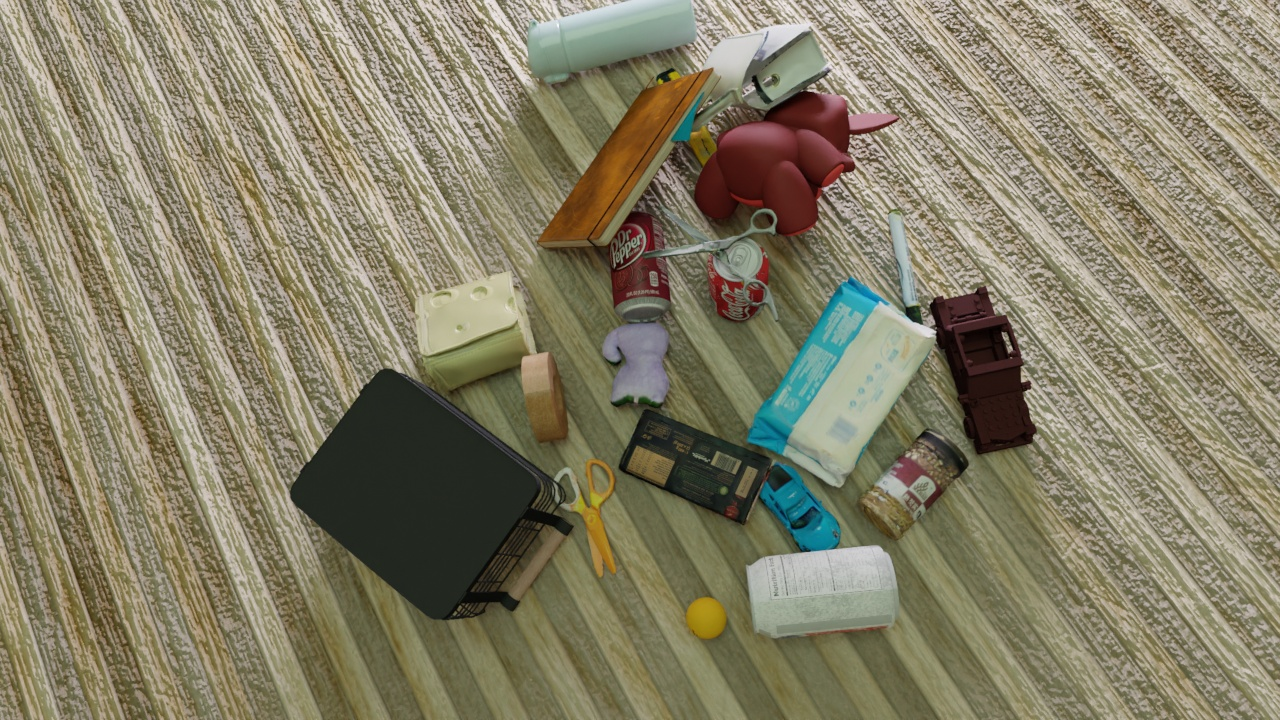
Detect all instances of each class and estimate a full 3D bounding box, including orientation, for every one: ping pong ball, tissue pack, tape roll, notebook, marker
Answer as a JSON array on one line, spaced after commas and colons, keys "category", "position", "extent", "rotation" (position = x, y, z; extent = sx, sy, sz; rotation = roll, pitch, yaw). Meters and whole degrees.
[{"category": "ping pong ball", "position": [0.065, 0.255, 0.908], "extent": [0.040, 0.040, 0.040], "rotation": [-2, 72, 6]}, {"category": "tissue pack", "position": [0.209, 0.025, 0.953], "extent": [0.117, 0.066, 0.209], "rotation": [32, 80, 15]}, {"category": "tape roll", "position": [-0.101, 0.039, 0.970], "extent": [0.027, 0.094, 0.094], "rotation": [-11, 71, 3]}, {"category": "notebook", "position": [-0.009, -0.229, 1.024], "extent": [0.014, 0.179, 0.249], "rotation": [39, 76, -27]}, {"category": "marker", "position": [0.292, -0.099, 1.010], "extent": [0.017, 0.017, 0.146], "rotation": [-6, 71, 5]}]

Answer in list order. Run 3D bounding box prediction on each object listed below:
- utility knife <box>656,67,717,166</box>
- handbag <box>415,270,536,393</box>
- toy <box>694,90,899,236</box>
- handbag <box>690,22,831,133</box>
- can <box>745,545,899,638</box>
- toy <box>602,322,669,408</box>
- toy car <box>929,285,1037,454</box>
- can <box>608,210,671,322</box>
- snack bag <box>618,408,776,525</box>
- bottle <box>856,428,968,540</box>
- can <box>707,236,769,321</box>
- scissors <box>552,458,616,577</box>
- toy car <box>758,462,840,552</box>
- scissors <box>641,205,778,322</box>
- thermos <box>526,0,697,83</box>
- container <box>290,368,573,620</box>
[{"category": "utility knife", "position": [0.064, -0.281, 1.099], "extent": [0.030, 0.017, 0.175], "rotation": [-27, 74, 7]}, {"category": "handbag", "position": [-0.185, -0.036, 1.013], "extent": [0.119, 0.081, 0.111], "rotation": [-19, 58, 3]}, {"category": "toy", "position": [0.166, -0.227, 1.011], "extent": [0.158, 0.121, 0.196], "rotation": [21, 51, 40]}, {"category": "handbag", "position": [0.106, -0.315, 1.031], "extent": [0.176, 0.151, 0.074], "rotation": [-33, 112, 0]}, {"category": "can", "position": [0.174, 0.224, 0.885], "extent": [0.136, 0.078, 0.078], "rotation": [-7, 71, 4]}, {"category": "toy", "position": [-0.006, 0.006, 1.002], "extent": [0.080, 0.036, 0.099], "rotation": [-1, 67, 17]}, {"category": "toy car", "position": [0.354, 0.005, 0.944], "extent": [0.070, 0.062, 0.169], "rotation": [-12, 71, 3]}, {"category": "can", "position": [-0.002, -0.104, 1.021], "extent": [0.063, 0.063, 0.114], "rotation": [-7, 71, 4]}, {"category": "snack bag", "position": [0.055, 0.109, 0.957], "extent": [0.155, 0.018, 0.074], "rotation": [21, 77, 23]}, {"category": "bottle", "position": [0.271, 0.124, 0.918], "extent": [0.105, 0.056, 0.056], "rotation": [-44, 72, -8]}, {"category": "can", "position": [0.104, -0.087, 0.981], "extent": [0.064, 0.105, 0.064], "rotation": [-2, 72, 6]}, {"category": "scissors", "position": [-0.057, 0.169, 0.965], "extent": [0.073, 0.012, 0.131], "rotation": [-11, 70, 5]}, {"category": "toy car", "position": [0.161, 0.151, 0.935], "extent": [0.048, 0.032, 0.105], "rotation": [-35, 73, -6]}, {"category": "scissors", "position": [0.083, -0.102, 0.924], "extent": [0.141, 0.014, 0.171], "rotation": [-27, 72, -5]}, {"category": "thermos", "position": [-0.038, -0.397, 1.121], "extent": [0.207, 0.065, 0.078], "rotation": [-14, 107, 2]}, {"category": "container", "position": [-0.205, 0.136, 0.926], "extent": [0.241, 0.130, 0.162], "rotation": [34, 84, 16]}]
